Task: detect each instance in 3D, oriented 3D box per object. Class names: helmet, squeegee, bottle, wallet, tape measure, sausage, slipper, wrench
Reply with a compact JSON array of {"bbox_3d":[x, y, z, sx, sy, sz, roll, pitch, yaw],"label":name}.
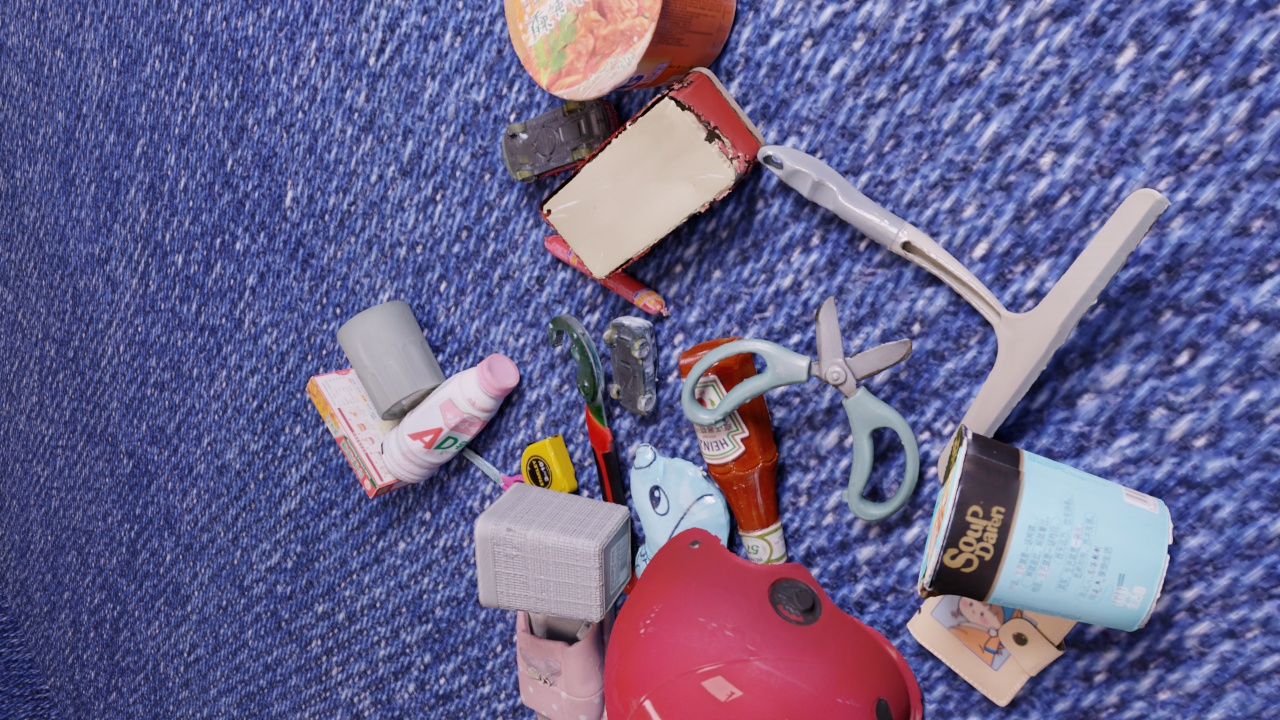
[{"bbox_3d":[0.074,0.260,0.684,0.240,0.143,0.207,20,123,24],"label":"helmet"},{"bbox_3d":[0.174,-0.075,0.608,0.246,0.039,0.247,44,140,26],"label":"squeegee"},{"bbox_3d":[-0.195,0.058,0.945,0.197,0.068,0.068,-38,75,37],"label":"bottle"},{"bbox_3d":[0.243,0.171,0.620,0.087,0.024,0.115,43,124,31],"label":"wallet"},{"bbox_3d":[-0.087,0.104,0.885,0.057,0.028,0.060,-23,85,41],"label":"tape measure"},{"bbox_3d":[-0.032,-0.077,0.799,0.156,0.020,0.020,33,120,30],"label":"sausage"},{"bbox_3d":[-0.076,0.275,0.901,0.114,0.054,0.275,17,110,38],"label":"slipper"},{"bbox_3d":[0.081,0.085,0.716,0.060,0.059,0.206,-8,101,42],"label":"bottle"},{"bbox_3d":[-0.035,0.090,0.828,0.056,0.016,0.273,0,107,51],"label":"wrench"}]

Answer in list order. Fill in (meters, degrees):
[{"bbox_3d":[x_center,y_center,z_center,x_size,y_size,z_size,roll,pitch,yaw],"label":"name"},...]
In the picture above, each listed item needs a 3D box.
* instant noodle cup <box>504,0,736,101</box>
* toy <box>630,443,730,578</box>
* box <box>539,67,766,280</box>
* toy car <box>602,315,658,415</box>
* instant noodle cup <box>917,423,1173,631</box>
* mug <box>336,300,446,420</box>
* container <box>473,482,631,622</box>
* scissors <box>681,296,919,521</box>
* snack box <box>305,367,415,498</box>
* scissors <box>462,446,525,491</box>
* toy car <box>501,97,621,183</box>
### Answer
[{"bbox_3d":[-0.009,-0.265,0.669,0.152,0.111,0.151,12,108,39],"label":"instant noodle cup"},{"bbox_3d":[0.035,0.150,0.778,0.161,0.049,0.157,50,132,17],"label":"toy"},{"bbox_3d":[0.004,-0.132,0.697,0.091,0.079,0.169,49,133,-10],"label":"box"},{"bbox_3d":[-0.005,0.005,0.786,0.043,0.034,0.091,19,126,38],"label":"toy car"},{"bbox_3d":[0.239,0.106,0.546,0.120,0.111,0.111,15,112,16],"label":"instant noodle cup"},{"bbox_3d":[-0.267,0.008,0.994,0.103,0.083,0.124,59,157,12],"label":"mug"},{"bbox_3d":[-0.073,0.169,0.807,0.114,0.090,0.090,6,110,19],"label":"container"},{"bbox_3d":[0.118,0.045,0.647,0.174,0.019,0.170,-17,104,24],"label":"scissors"},{"bbox_3d":[-0.305,0.077,1.036,0.155,0.076,0.027,54,129,18],"label":"snack box"},{"bbox_3d":[-0.146,0.126,0.953,0.135,0.017,0.063,26,129,39],"label":"scissors"},{"bbox_3d":[-0.067,-0.187,0.784,0.121,0.045,0.053,-8,94,36],"label":"toy car"}]
